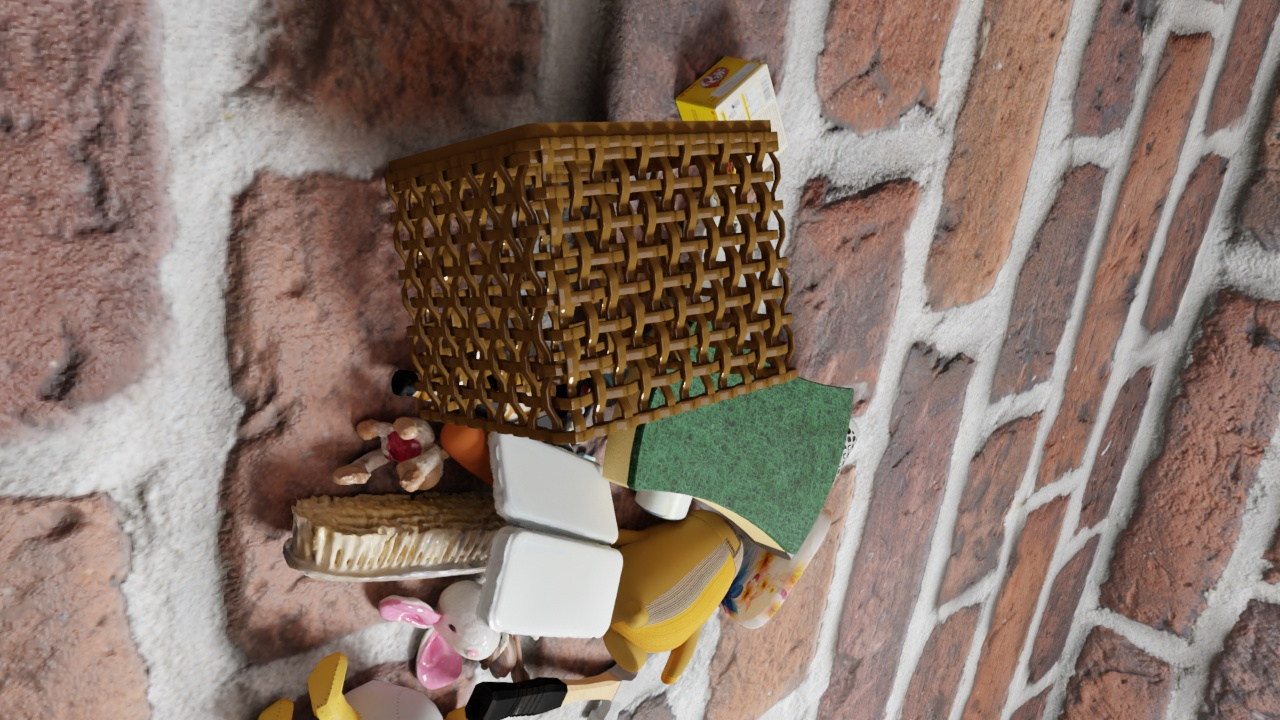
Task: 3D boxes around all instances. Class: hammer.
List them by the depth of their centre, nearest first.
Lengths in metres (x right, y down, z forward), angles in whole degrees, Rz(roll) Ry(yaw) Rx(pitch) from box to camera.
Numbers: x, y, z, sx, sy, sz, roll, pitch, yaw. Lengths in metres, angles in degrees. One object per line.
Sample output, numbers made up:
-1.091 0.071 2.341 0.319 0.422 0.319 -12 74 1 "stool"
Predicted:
-0.090 0.388 1.073 0.328 0.039 0.131 27 88 -59 "hammer"

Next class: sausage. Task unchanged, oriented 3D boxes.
-0.143 0.097 0.885 0.039 0.044 0.164 -37 153 -3 "sausage"

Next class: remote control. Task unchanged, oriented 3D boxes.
-0.096 0.088 0.934 0.045 0.008 0.147 -22 153 -3 "remote control"

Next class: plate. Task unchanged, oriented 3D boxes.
0.167 0.259 1.221 0.016 0.187 0.187 37 81 -13 "plate"

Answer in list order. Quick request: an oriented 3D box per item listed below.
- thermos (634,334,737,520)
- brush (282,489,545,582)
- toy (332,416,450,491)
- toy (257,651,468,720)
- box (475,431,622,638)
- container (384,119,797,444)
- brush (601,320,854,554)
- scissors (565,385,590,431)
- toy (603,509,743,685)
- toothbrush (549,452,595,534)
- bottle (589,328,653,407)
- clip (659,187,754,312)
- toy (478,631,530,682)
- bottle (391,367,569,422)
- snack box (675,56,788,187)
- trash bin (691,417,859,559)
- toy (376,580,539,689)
0.058 0.071 1.082 0.067 0.068 0.230 9 103 -46 "thermos"
-0.201 0.163 0.862 0.270 0.083 0.057 8 105 -45 "brush"
-0.216 0.090 0.834 0.106 0.085 0.074 35 46 -68 "toy"
-0.232 0.395 0.884 0.141 0.246 0.267 -42 119 7 "toy"
-0.079 0.169 0.880 0.209 0.061 0.192 34 56 -56 "box"
-0.039 -0.074 0.764 0.251 0.220 0.214 -13 101 -40 "container"
0.098 0.078 0.993 0.250 0.075 0.195 26 81 -26 "brush"
-0.059 0.045 0.900 0.188 0.015 0.146 113 -4 -50 "scissors"
0.034 0.260 1.112 0.202 0.163 0.198 -32 90 -32 "toy"
-0.090 0.174 1.027 0.022 0.016 0.155 24 94 -17 "toothbrush"
-0.006 0.006 1.005 0.129 0.040 0.040 -39 133 -23 "bottle"
0.080 -0.112 1.020 0.143 0.074 0.125 -52 135 -27 "clip"
-0.153 0.331 1.025 0.054 0.041 0.102 -15 128 -22 "toy"
-0.149 0.028 0.862 0.181 0.059 0.059 8 104 -46 "bottle"
0.098 -0.248 0.962 0.083 0.061 0.106 -45 135 -19 "snack box"
0.170 0.130 1.158 0.183 0.156 0.156 -55 137 -12 "trash bin"
-0.158 0.262 0.948 0.194 0.084 0.159 -17 129 -10 "toy"
